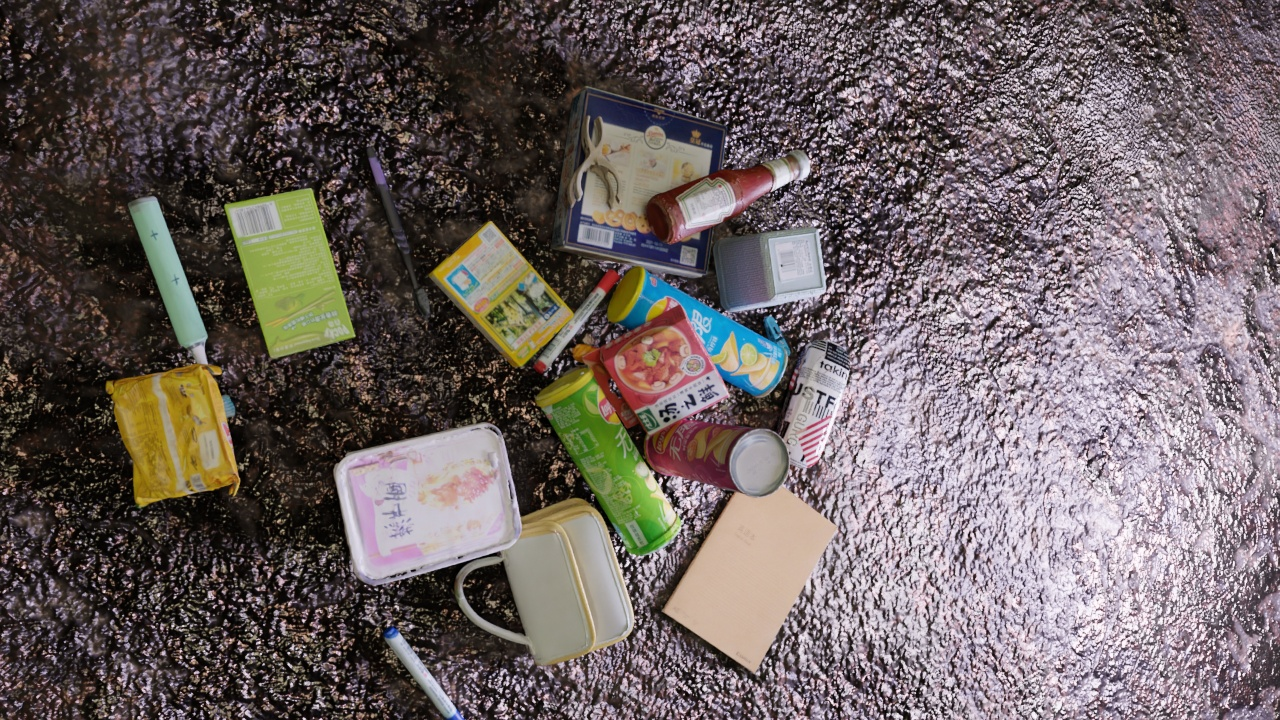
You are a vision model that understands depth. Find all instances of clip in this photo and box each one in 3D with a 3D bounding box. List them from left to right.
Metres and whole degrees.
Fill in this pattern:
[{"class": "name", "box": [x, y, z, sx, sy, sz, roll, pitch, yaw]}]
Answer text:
[{"class": "clip", "box": [-0.040, -0.207, 0.994, 0.094, 0.035, 0.102, 25, 74, -16]}, {"class": "clip", "box": [0.167, -0.029, 1.135, 0.015, 0.049, 0.057, -23, 90, -19]}]

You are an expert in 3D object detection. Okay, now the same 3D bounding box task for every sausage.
[{"class": "sausage", "box": [-0.006, 0.006, 1.063, 0.165, 0.021, 0.021, 13, 85, -22]}]

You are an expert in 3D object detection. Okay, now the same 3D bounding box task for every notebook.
[{"class": "notebook", "box": [0.137, 0.255, 1.129, 0.149, 0.012, 0.211, 38, 77, -17]}]

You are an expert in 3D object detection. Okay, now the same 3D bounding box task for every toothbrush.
[{"class": "toothbrush", "box": [-0.439, -0.048, 0.882, 0.027, 0.027, 0.224, -24, 99, -43]}, {"class": "toothbrush", "box": [-0.254, -0.134, 0.964, 0.014, 0.017, 0.189, -20, 96, -21]}]

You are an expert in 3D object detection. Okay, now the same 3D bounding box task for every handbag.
[{"class": "handbag", "box": [-0.108, 0.252, 1.005, 0.178, 0.063, 0.163, -17, 95, -18]}]

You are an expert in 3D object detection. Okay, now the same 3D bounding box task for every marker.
[{"class": "marker", "box": [-0.227, 0.342, 0.976, 0.016, 0.017, 0.146, -36, 103, -18]}, {"class": "marker", "box": [-0.072, -0.045, 1.038, 0.017, 0.017, 0.145, 42, 76, -17]}]

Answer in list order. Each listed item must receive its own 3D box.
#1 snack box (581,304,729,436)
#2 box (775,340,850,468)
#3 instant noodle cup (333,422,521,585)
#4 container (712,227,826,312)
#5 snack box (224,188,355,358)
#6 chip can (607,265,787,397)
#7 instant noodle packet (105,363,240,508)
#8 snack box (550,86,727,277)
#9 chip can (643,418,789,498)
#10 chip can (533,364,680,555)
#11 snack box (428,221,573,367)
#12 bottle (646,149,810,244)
[{"class": "snack box", "box": [0.017, 0.018, 1.018, 0.127, 0.044, 0.113, -28, 118, 7]}, {"class": "box", "box": [0.215, 0.054, 1.136, 0.071, 0.060, 0.164, 21, 82, -38]}, {"class": "instant noodle cup", "box": [-0.222, 0.145, 0.954, 0.173, 0.060, 0.138, -12, 95, -21]}, {"class": "container", "box": [0.154, -0.109, 1.080, 0.089, 0.112, 0.090, -10, 94, -23]}, {"class": "snack box", "box": [-0.350, -0.087, 0.919, 0.085, 0.026, 0.156, -18, 97, -21]}, {"class": "chip can", "box": [0.068, -0.030, 1.067, 0.210, 0.071, 0.071, 28, 80, -20]}, {"class": "instant noodle packet", "box": [-0.435, 0.072, 0.863, 0.111, 0.044, 0.128, -11, 94, 5]}, {"class": "snack box", "box": [0.001, -0.199, 1.052, 0.177, 0.046, 0.182, 10, 87, -22]}, {"class": "chip can", "box": [0.077, 0.101, 0.995, 0.071, 0.211, 0.071, 0, 90, -23]}, {"class": "chip can", "box": [-0.033, 0.115, 1.025, 0.072, 0.073, 0.221, -34, 102, -19]}, {"class": "snack box", "box": [-0.150, -0.071, 0.998, 0.086, 0.034, 0.140, -46, 105, -16]}, {"class": "bottle", "box": [0.104, -0.192, 1.039, 0.205, 0.060, 0.060, -25, 99, -22]}]
